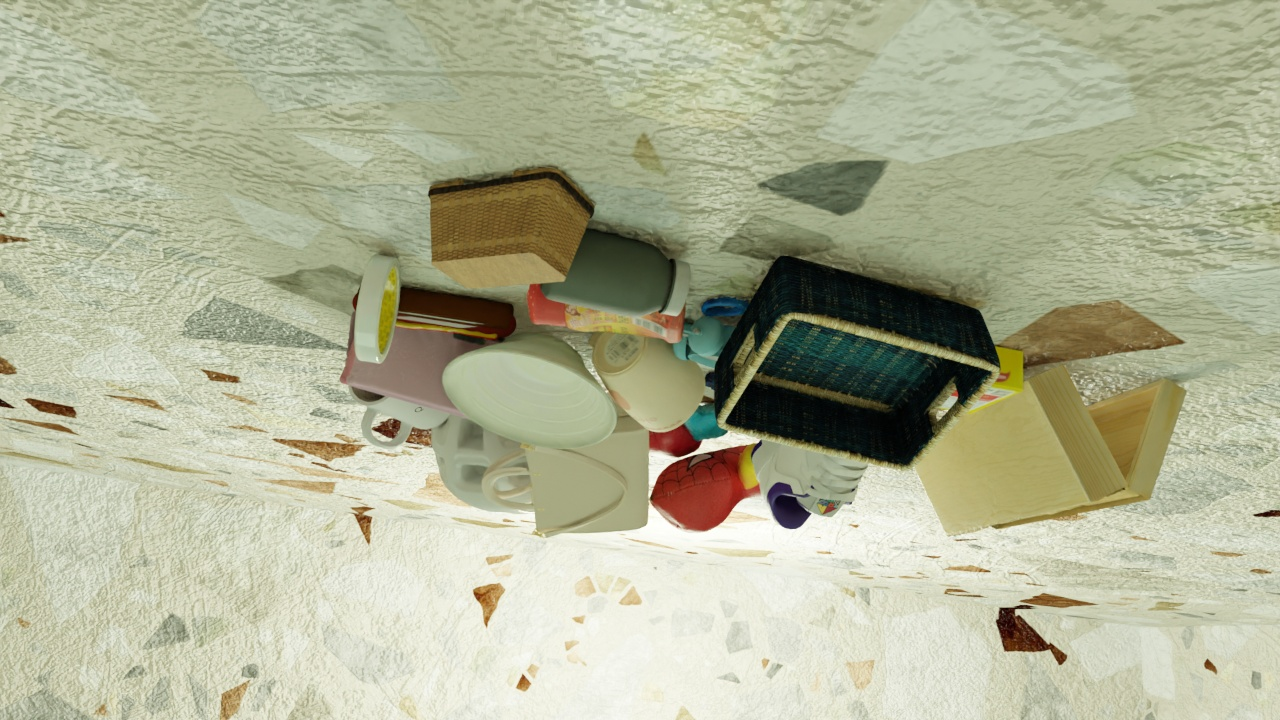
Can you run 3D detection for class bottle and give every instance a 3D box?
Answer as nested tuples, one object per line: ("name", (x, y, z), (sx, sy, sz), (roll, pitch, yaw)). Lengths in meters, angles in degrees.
("bottle", (-0.019, -0.066, 0.707), (0.108, 0.060, 0.060), (12, 162, -12))
("bottle", (-0.029, -0.048, 0.784), (0.134, 0.048, 0.071), (6, 161, 4))

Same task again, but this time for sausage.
("sausage", (-0.196, -0.046, 0.874), (0.155, 0.040, 0.040), (9, 162, -3))

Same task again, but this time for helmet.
("helmet", (-0.166, 0.120, 1.280), (0.224, 0.184, 0.282), (7, -177, 16))

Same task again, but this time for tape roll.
("tape roll", (-0.228, -0.045, 0.800), (0.019, 0.094, 0.094), (9, 162, -6))

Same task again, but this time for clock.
("clock", (0.065, -0.012, 0.845), (0.123, 0.042, 0.087), (16, 172, -14))

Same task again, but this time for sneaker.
("sneaker", (0.203, 0.103, 0.979), (0.091, 0.111, 0.245), (10, 145, -23))

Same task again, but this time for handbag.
("handbag", (-0.093, 0.133, 1.109), (0.197, 0.101, 0.195), (-9, 131, -9))

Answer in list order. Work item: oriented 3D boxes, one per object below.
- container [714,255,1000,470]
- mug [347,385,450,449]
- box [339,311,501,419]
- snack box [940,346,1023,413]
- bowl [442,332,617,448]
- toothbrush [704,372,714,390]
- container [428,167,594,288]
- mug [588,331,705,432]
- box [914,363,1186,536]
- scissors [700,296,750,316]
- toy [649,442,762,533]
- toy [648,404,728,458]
("container", (0.169, 0.006, 0.749), (0.187, 0.071, 0.146), (14, 135, -13))
("mug", (-0.277, 0.043, 1.050), (0.083, 0.119, 0.096), (16, 169, 31))
("box", (-0.201, 0.011, 0.982), (0.232, 0.099, 0.080), (17, -179, -33))
("snack box", (0.240, 0.006, 0.853), (0.200, 0.042, 0.092), (10, 162, -8))
("bowl", (-0.104, 0.020, 0.919), (0.177, 0.057, 0.177), (10, 146, 6))
("toothbrush", (0.105, 0.001, 0.936), (0.017, 0.016, 0.190), (19, 160, -13))
("container", (-0.097, -0.091, 0.658), (0.114, 0.061, 0.063), (-2, 160, 27))
("mug", (-0.005, 0.005, 0.910), (0.111, 0.085, 0.104), (30, 171, 41))
("box", (0.404, 0.102, 0.939), (0.179, 0.141, 0.249), (0, 164, -11))
("scissors", (0.121, -0.039, 0.807), (0.131, 0.018, 0.109), (-2, 163, 30))
("toy", (0.116, 0.150, 1.160), (0.216, 0.098, 0.148), (-20, 160, -12))
("toy", (0.056, 0.085, 1.152), (0.133, 0.062, 0.092), (-25, 163, 29))
